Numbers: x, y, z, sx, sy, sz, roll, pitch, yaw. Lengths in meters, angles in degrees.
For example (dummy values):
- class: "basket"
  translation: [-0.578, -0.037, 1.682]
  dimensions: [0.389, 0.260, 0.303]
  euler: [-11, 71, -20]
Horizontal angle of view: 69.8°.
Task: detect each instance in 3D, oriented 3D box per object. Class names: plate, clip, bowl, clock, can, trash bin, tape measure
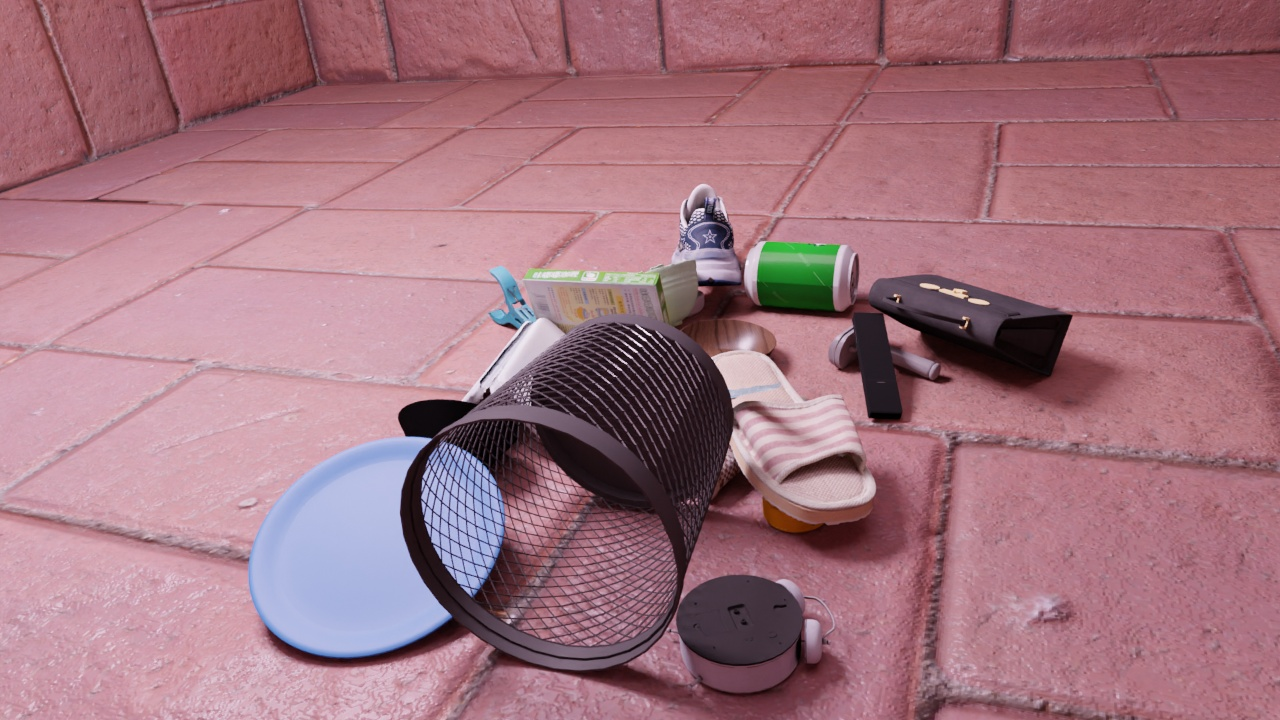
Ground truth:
- class: "plate"
  translation: [-0.229, 0.162, 0.811]
  dimensions: [0.224, 0.024, 0.223]
  euler: [-4, 46, 4]
- class: "clip"
  translation: [-0.179, -0.067, 1.267]
  dimensions: [0.033, 0.122, 0.120]
  euler: [-26, -3, -36]
- class: "bowl"
  translation: [0.103, -0.012, 1.108]
  dimensions: [0.119, 0.032, 0.119]
  euler: [0, 27, 0]
- class: "clock"
  translation: [0.086, 0.205, 0.696]
  dimensions: [0.122, 0.035, 0.094]
  euler: [-10, 27, -9]
- class: "can"
  translation: [0.216, -0.113, 1.227]
  dimensions: [0.140, 0.088, 0.087]
  euler: [6, 30, 22]
- class: "trash bin"
  translation: [-0.040, 0.090, 0.753]
  dimensions: [0.218, 0.218, 0.226]
  euler: [4, 26, 19]
- class: "bowl"
  translation: [0.011, -0.072, 1.179]
  dimensions: [0.151, 0.077, 0.151]
  euler: [-19, 1, 0]
- class: "bowl"
  translation: [-0.188, 0.090, 0.928]
  dimensions: [0.124, 0.124, 0.052]
  euler: [-1, 61, 10]
- class: "tape measure"
  translation: [0.140, 0.129, 0.837]
  dimensions: [0.068, 0.030, 0.058]
  euler: [12, 30, 32]

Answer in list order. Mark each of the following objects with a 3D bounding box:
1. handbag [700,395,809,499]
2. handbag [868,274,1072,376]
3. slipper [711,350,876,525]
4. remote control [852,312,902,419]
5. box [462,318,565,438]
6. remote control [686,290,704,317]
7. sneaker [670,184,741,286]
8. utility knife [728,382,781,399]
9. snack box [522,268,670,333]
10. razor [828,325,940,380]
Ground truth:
- class: "handbag"
  translation: [0.082, 0.067, 0.951]
  dimensions: [0.124, 0.047, 0.185]
  euler: [17, 35, 39]
- class: "handbag"
  translation: [0.338, -0.051, 1.013]
  dimensions: [0.195, 0.072, 0.176]
  euler: [6, 15, -40]
- class: "slipper"
  translation: [0.137, 0.055, 0.876]
  dimensions: [0.115, 0.052, 0.262]
  euler: [-9, 34, -15]
- class: "remote control"
  translation: [0.260, 0.004, 1.015]
  dimensions: [0.034, 0.013, 0.149]
  euler: [2, 48, 1]
- class: "box"
  translation: [-0.132, 0.037, 1.056]
  dimensions: [0.129, 0.105, 0.210]
  euler: [-44, 10, 28]
- class: "remote control"
  translation: [0.034, -0.087, 1.278]
  dimensions: [0.114, 0.028, 0.060]
  euler: [14, 33, 35]
- class: "sneaker"
  translation: [0.094, -0.189, 1.322]
  dimensions: [0.103, 0.132, 0.269]
  euler: [-2, 15, 2]
- class: "utility knife"
  translation: [0.056, 0.041, 0.895]
  dimensions: [0.031, 0.015, 0.221]
  euler: [-33, 10, -39]
- class: "snack box"
  translation: [-0.048, -0.052, 1.115]
  dimensions: [0.168, 0.132, 0.027]
  euler: [4, 46, 19]
- class: "razor"
  translation: [0.291, -0.007, 1.063]
  dimensions: [0.116, 0.047, 0.088]
  euler: [26, 41, 35]
